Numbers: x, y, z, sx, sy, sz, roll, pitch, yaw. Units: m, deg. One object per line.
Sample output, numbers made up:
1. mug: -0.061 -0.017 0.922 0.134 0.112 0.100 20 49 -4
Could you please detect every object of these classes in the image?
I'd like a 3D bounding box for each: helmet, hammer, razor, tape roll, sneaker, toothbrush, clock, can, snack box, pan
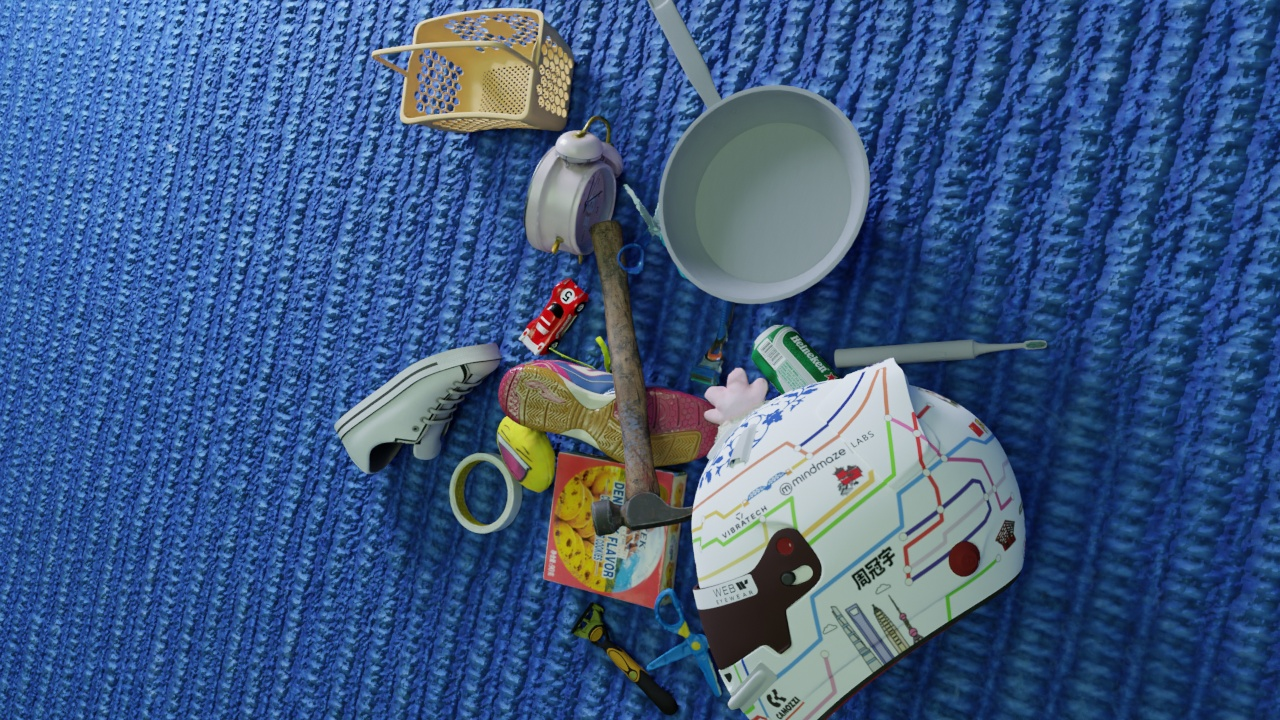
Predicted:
1. helmet: 0.157 0.146 0.779 0.315 0.230 0.236 -43 76 11
2. hammer: -0.006 0.005 0.923 0.120 0.033 0.329 -8 69 0
3. razor: 0.088 -0.042 0.952 0.044 0.018 0.141 17 92 52
4. tape roll: -0.183 0.156 1.080 0.094 0.019 0.094 -3 85 28
5. sneaker: -0.026 0.043 0.981 0.242 0.091 0.116 13 98 9
6. toothbrush: 0.274 -0.008 0.849 0.188 0.019 0.018 -4 86 28
7. clock: -0.067 -0.187 0.993 0.059 0.116 0.158 19 95 17
8. can: 0.154 0.013 0.893 0.053 0.053 0.101 -46 67 17
9. sneaker: -0.257 0.065 1.093 0.246 0.091 0.097 -31 84 19
10. snack box: -0.028 0.178 0.984 0.145 0.040 0.142 7 90 28
11. pan: 0.082 -0.219 0.863 0.201 0.050 0.356 -30 73 22
12. razor: -0.014 0.322 0.979 0.144 0.021 0.044 39 104 22

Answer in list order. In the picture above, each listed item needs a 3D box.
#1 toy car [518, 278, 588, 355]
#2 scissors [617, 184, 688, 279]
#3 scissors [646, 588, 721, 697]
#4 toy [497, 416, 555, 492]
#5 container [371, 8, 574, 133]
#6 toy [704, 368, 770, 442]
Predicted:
1. toy car: -0.098 -0.049 1.047 0.038 0.025 0.090 42 105 24
2. scissors: 0.008 -0.134 0.966 0.129 0.118 0.014 60 148 10
3. scissors: 0.060 0.284 0.930 0.130 0.013 0.125 -20 97 16
4. toy: -0.128 0.103 1.030 0.095 0.041 0.094 43 140 33
5. container: -0.185 -0.328 1.035 0.184 0.166 0.129 7 89 29
6. toy: 0.107 0.063 0.907 0.096 0.041 0.109 -31 94 20
